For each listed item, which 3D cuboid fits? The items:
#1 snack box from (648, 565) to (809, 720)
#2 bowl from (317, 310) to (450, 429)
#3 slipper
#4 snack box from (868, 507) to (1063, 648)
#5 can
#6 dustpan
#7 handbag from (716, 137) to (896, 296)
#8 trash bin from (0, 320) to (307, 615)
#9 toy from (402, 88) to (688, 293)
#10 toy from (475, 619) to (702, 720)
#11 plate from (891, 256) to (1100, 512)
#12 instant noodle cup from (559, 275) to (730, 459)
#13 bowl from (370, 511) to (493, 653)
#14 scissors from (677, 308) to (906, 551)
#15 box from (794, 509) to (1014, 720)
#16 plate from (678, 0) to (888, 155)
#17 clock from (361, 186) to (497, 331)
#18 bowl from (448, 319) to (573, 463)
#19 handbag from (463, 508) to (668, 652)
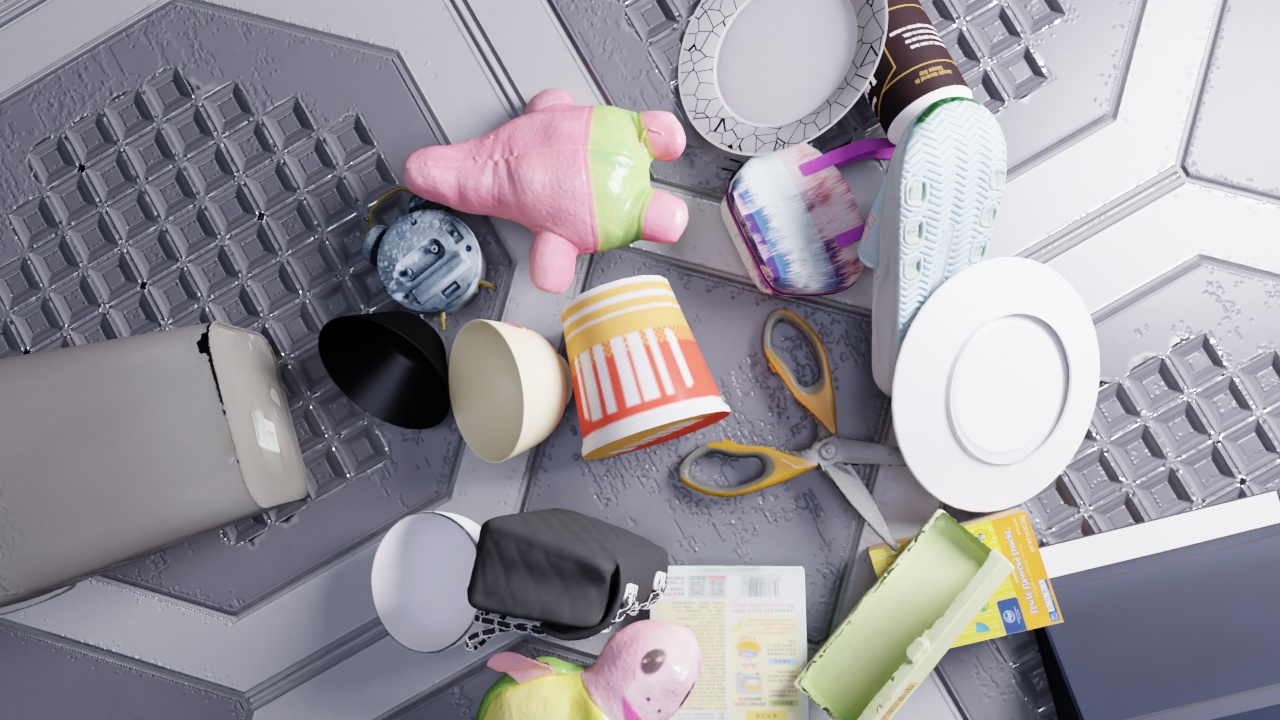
[{"bbox_3d":[0.073,0.257,0.768,0.132,0.027,0.168,0,80,2],"label":"snack box"},{"bbox_3d":[-0.204,-0.004,0.780,0.124,0.124,0.052,25,47,4],"label":"bowl"},{"bbox_3d":[0.221,-0.086,0.737,0.103,0.074,0.246,-11,117,-26],"label":"slipper"},{"bbox_3d":[0.262,0.181,0.749,0.126,0.040,0.088,-18,81,12],"label":"snack box"},{"bbox_3d":[0.215,-0.242,0.755,0.072,0.072,0.128,-21,70,2],"label":"can"},{"bbox_3d":[0.462,0.265,0.728,0.236,0.080,0.273,-14,87,2],"label":"dustpan"},{"bbox_3d":[0.162,-0.134,0.778,0.170,0.068,0.144,-25,87,-5],"label":"handbag"},{"bbox_3d":[-0.413,0.073,0.740,0.220,0.197,0.197,-16,87,-4],"label":"trash bin"},{"bbox_3d":[-0.080,-0.151,0.766,0.237,0.097,0.191,0,72,-1],"label":"toy"},{"bbox_3d":[-0.052,0.291,0.728,0.190,0.087,0.238,44,103,-6],"label":"toy"},{"bbox_3d":[0.294,0.022,0.736,0.208,0.015,0.208,-3,99,-20],"label":"plate"},{"bbox_3d":[-0.004,0.004,0.752,0.123,0.123,0.121,-18,79,2],"label":"instant noodle cup"},{"bbox_3d":[-0.161,0.182,0.767,0.114,0.063,0.113,-3,82,25],"label":"bowl"},{"bbox_3d":[0.133,0.071,0.772,0.225,0.016,0.225,-30,75,8],"label":"scissors"},{"bbox_3d":[0.199,0.204,0.711,0.188,0.091,0.083,-51,53,2],"label":"box"},{"bbox_3d":[0.117,-0.261,0.769,0.189,0.016,0.188,-6,78,33],"label":"plate"},{"bbox_3d":[-0.187,-0.094,0.795,0.090,0.052,0.129,-38,87,1],"label":"clock"},{"bbox_3d":[-0.099,0.021,0.769,0.073,0.118,0.118,-9,86,-40],"label":"bowl"},{"bbox_3d":[-0.053,0.182,0.715,0.125,0.153,0.114,11,84,18],"label":"handbag"}]
